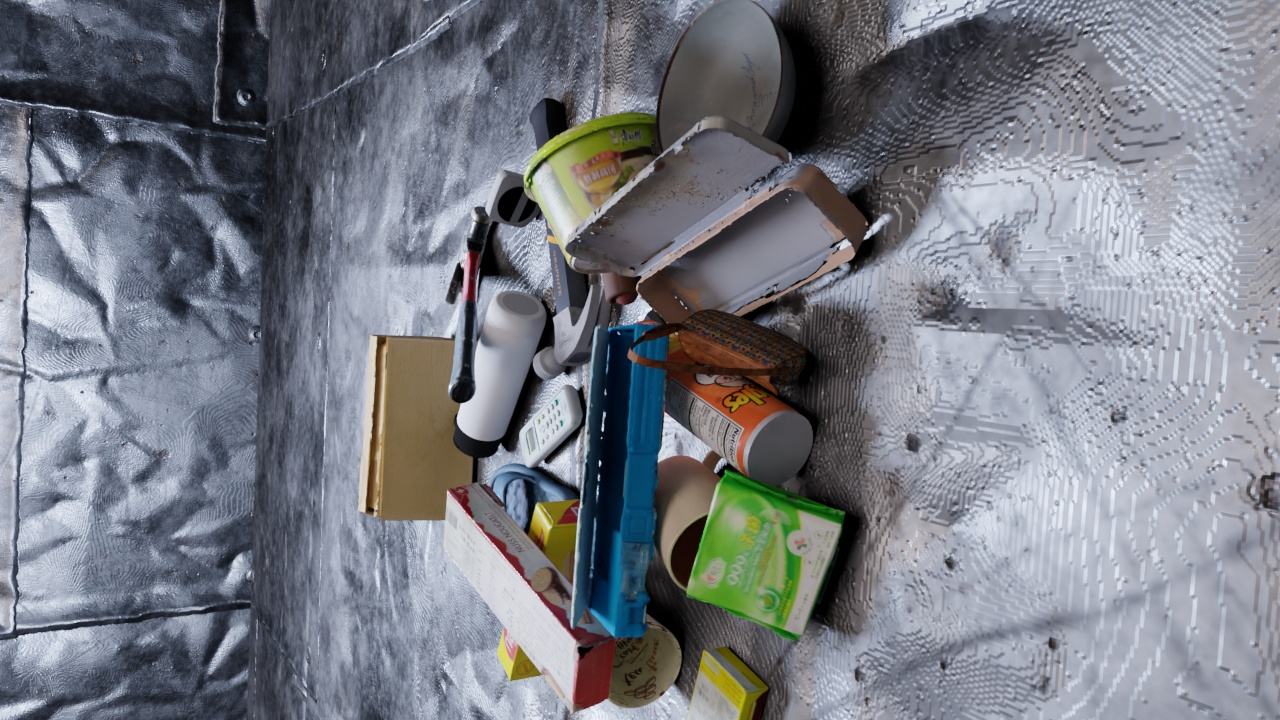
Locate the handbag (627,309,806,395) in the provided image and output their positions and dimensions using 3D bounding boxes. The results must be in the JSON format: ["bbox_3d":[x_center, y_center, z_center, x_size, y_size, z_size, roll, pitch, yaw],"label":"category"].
[{"bbox_3d":[0.047,0.000,0.655,0.093,0.195,0.043,26,107,25],"label":"handbag"}]

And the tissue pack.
[{"bbox_3d":[0.092,0.143,0.675,0.099,0.034,0.114,18,109,12],"label":"tissue pack"}]

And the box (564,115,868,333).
[{"bbox_3d":[0.050,-0.095,0.706,0.217,0.157,0.063,-28,43,54],"label":"box"}]

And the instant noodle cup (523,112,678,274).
[{"bbox_3d":[-0.024,-0.145,0.828,0.147,0.146,0.097,-35,71,52],"label":"instant noodle cup"}]

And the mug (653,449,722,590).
[{"bbox_3d":[0.054,0.118,0.757,0.111,0.085,0.104,-50,30,7],"label":"mug"}]

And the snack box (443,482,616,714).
[{"bbox_3d":[-0.112,0.212,0.868,0.273,0.044,0.077,33,123,48],"label":"snack box"}]

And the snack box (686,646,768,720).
[{"bbox_3d":[0.064,0.321,0.773,0.061,0.025,0.149,34,117,52],"label":"snack box"}]

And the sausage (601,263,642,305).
[{"bbox_3d":[-0.026,-0.129,0.919,0.040,0.040,0.155,-32,62,53],"label":"sausage"}]

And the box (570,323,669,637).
[{"bbox_3d":[-0.026,0.092,0.745,0.091,0.066,0.243,180,94,-73],"label":"box"}]

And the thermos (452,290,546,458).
[{"bbox_3d":[-0.182,0.015,1.135,0.101,0.068,0.230,-115,39,-48],"label":"thermos"}]

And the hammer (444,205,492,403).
[{"bbox_3d":[-0.213,-0.055,1.121,0.325,0.036,0.141,-101,29,-53],"label":"hammer"}]

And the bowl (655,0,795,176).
[{"bbox_3d":[0.078,-0.209,0.737,0.151,0.056,0.150,-11,76,54],"label":"bowl"}]

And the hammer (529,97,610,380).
[{"bbox_3d":[-0.092,-0.147,1.028,0.140,0.035,0.312,-30,64,51],"label":"hammer"}]

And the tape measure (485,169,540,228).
[{"bbox_3d":[-0.147,-0.191,1.087,0.065,0.064,0.016,-60,42,26],"label":"tape measure"}]

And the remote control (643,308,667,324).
[{"bbox_3d":[-0.005,0.005,0.906,0.039,0.010,0.125,57,134,41],"label":"remote control"}]

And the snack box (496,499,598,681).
[{"bbox_3d":[-0.081,0.235,0.941,0.042,0.092,0.201,45,126,49],"label":"snack box"}]

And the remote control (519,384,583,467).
[{"bbox_3d":[-0.101,0.076,1.042,0.134,0.022,0.050,-44,53,48],"label":"remote control"}]

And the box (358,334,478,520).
[{"bbox_3d":[-0.306,0.090,1.267,0.149,0.140,0.249,7,95,50],"label":"box"}]

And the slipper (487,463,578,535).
[{"bbox_3d":[-0.131,0.179,1.055,0.214,0.059,0.104,6,96,56],"label":"slipper"}]

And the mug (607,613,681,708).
[{"bbox_3d":[-0.021,0.245,0.857,0.097,0.081,0.122,-150,50,-62],"label":"mug"}]

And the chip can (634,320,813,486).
[{"bbox_3d":[0.052,0.029,0.767,0.210,0.062,0.062,36,119,52],"label":"chip can"}]
